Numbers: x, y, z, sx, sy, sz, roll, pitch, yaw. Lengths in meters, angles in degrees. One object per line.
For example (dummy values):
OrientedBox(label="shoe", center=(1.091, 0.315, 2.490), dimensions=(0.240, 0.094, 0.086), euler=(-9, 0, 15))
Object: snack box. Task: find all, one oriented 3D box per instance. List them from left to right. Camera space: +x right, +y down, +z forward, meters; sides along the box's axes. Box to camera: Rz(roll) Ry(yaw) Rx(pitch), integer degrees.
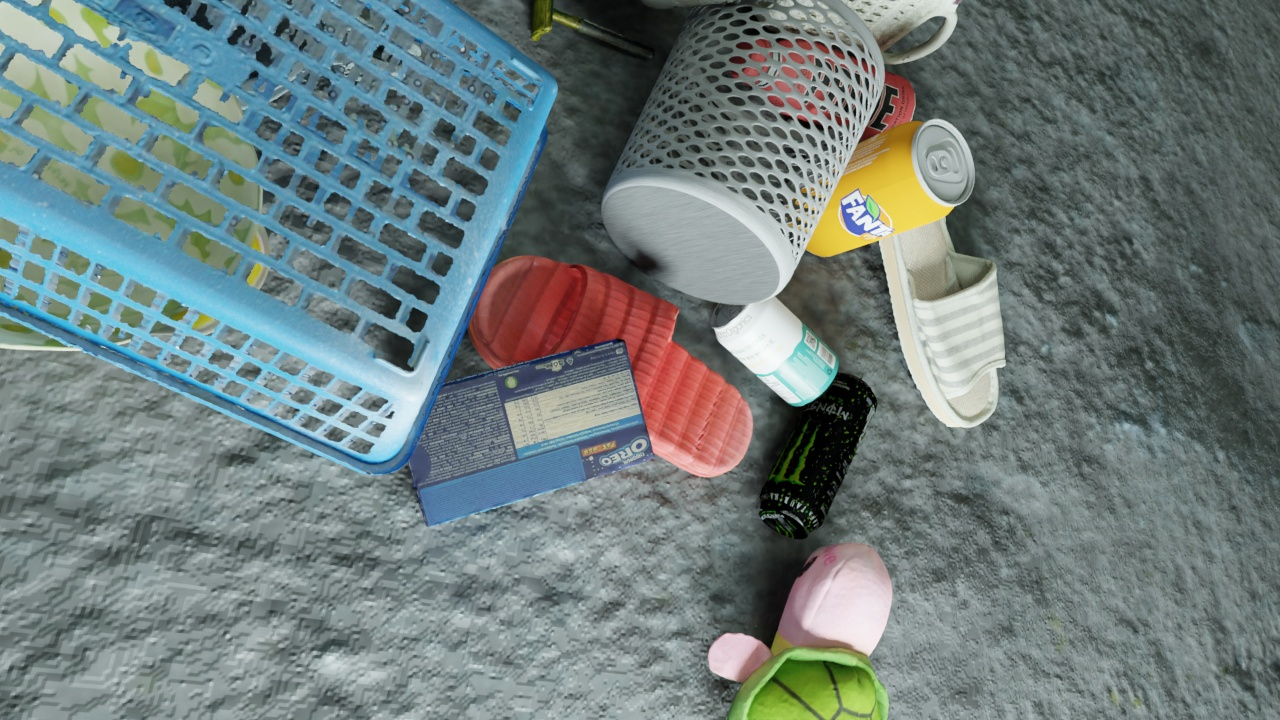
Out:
OrientedBox(label="snack box", center=(-0.072, 0.044, 0.577), dimensions=(0.150, 0.027, 0.082), euler=(-14, 98, -12))

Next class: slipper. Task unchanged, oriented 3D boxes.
OrientedBox(label="slipper", center=(-0.004, 0.004, 0.643), dimensions=(0.248, 0.059, 0.103), euler=(31, 67, -27))
OrientedBox(label="slipper", center=(0.274, -0.067, 0.832), dimensions=(0.114, 0.054, 0.273), euler=(-29, 103, -30))

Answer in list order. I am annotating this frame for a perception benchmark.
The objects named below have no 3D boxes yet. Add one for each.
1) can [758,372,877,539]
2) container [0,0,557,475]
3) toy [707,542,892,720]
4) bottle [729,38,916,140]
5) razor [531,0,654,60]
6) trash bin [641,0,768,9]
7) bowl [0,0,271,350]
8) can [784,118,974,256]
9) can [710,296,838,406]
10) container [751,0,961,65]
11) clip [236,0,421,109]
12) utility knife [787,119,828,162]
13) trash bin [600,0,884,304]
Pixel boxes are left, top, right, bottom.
OrientedBox(label="can", center=(0.141, 0.073, 0.728), dimensions=(0.054, 0.054, 0.137), euler=(43, 62, -20))
OrientedBox(label="container", center=(-0.214, -0.129, 0.437), dimensions=(0.362, 0.089, 0.256), euler=(30, 67, -26))
OrientedBox(label="toy", center=(0.129, 0.250, 0.671), dimensions=(0.190, 0.088, 0.237), euler=(27, 74, -26))
OrientedBox(label="bottle", center=(0.154, -0.235, 0.784), dimensions=(0.176, 0.062, 0.062), euler=(8, 78, -32))
OrientedBox(label="razor", center=(-0.033, -0.247, 0.690), dimensions=(0.105, 0.026, 0.042), euler=(10, 74, -36))
OrientedBox(label="trash bin", center=(0.041, -0.363, 0.570), dimensions=(0.220, 0.198, 0.197), euler=(55, 48, -52))
OrientedBox(label="bowl", center=(-0.298, -0.093, 0.467), dimensions=(0.219, 0.060, 0.188), euler=(40, 63, -20))
OrientedBox(label="can", center=(0.188, -0.137, 0.741), dimensions=(0.079, 0.143, 0.079), euler=(6, 78, -32))
OrientedBox(label="can", center=(0.105, -0.012, 0.719), dimensions=(0.101, 0.055, 0.054), euler=(40, 63, -21))
OrientedBox(label="container", center=(0.172, -0.381, 0.756), dimensions=(0.143, 0.185, 0.251), euler=(-2, 82, -25))
OrientedBox(label="clip", center=(-0.225, -0.231, 0.558), dimensions=(0.172, 0.031, 0.164), euler=(-14, 91, -35))
OrientedBox(label="utility knife", center=(0.181, -0.168, 0.822), dimensions=(0.147, 0.015, 0.022), euler=(28, 61, -30))
OrientedBox(label="trash bin", center=(0.071, -0.152, 0.663), dimensions=(0.156, 0.157, 0.183), euler=(35, 67, -23))
